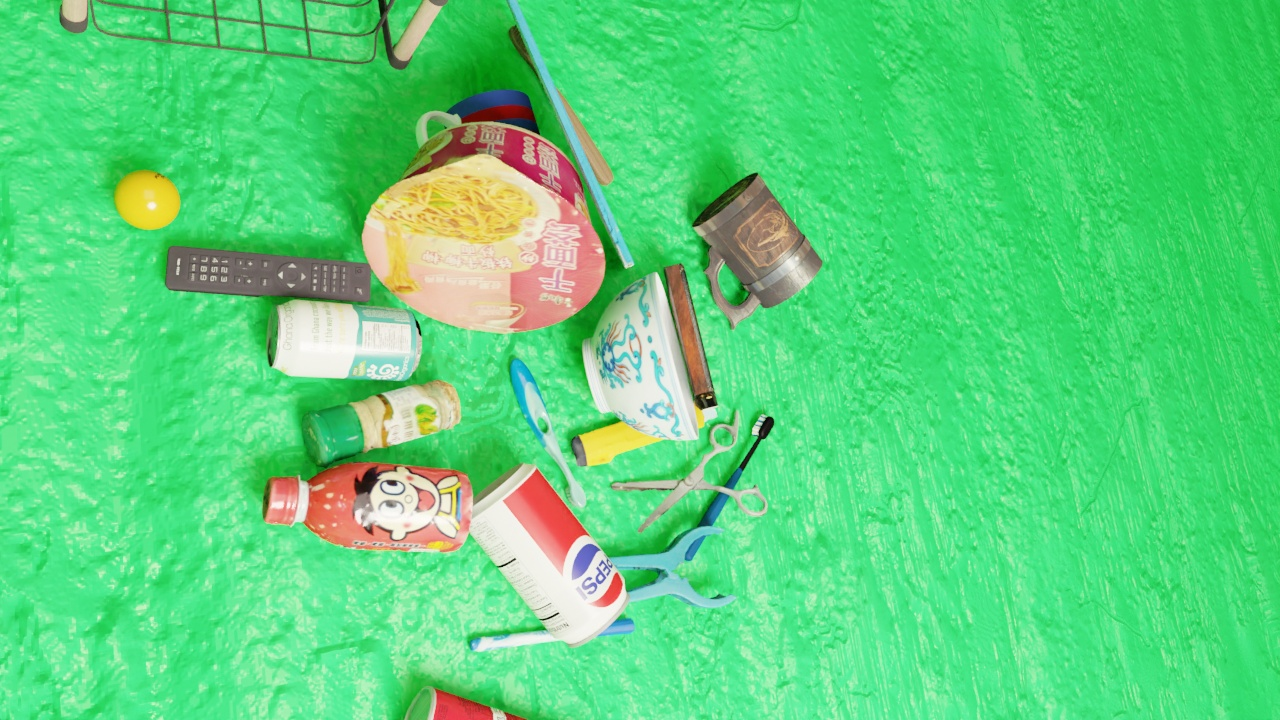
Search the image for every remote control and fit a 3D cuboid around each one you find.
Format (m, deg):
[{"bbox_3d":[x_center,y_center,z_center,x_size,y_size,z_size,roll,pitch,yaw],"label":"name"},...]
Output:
[{"bbox_3d":[-0.265,-0.060,0.661,0.136,0.015,0.032,3,75,-21],"label":"remote control"}]

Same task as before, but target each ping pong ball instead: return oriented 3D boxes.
[{"bbox_3d":[-0.338,-0.110,0.629,0.040,0.040,0.040,9,72,-30],"label":"ping pong ball"}]

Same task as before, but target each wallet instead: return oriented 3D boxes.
[{"bbox_3d":[0.045,-0.020,0.824,0.019,0.072,0.123,-14,75,4],"label":"wallet"}]

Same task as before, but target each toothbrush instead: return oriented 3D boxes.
[{"bbox_3d":[-0.072,-0.235,0.844,0.016,0.016,0.167,-36,98,-32],"label":"toothbrush"},{"bbox_3d":[-0.078,0.061,0.762,0.022,0.017,0.135,-24,88,-34],"label":"toothbrush"},{"bbox_3d":[0.082,0.115,0.845,0.167,0.014,0.014,-54,140,-28],"label":"toothbrush"}]

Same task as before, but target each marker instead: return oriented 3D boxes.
[{"bbox_3d":[-0.068,0.217,0.727,0.141,0.013,0.013,3,75,-31],"label":"marker"}]

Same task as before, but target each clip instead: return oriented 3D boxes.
[{"bbox_3d":[0.031,0.197,0.775,0.129,0.031,0.121,-27,90,-27],"label":"clip"}]

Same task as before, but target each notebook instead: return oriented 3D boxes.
[{"bbox_3d":[-0.061,-0.191,0.747,0.009,0.181,0.253,-24,96,1],"label":"notebook"}]

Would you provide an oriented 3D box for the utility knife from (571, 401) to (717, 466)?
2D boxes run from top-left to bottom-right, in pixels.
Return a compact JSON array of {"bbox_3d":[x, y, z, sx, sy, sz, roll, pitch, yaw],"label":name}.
[{"bbox_3d":[0.007,0.063,0.813,0.164,0.017,0.030,-14,90,-33],"label":"utility knife"}]

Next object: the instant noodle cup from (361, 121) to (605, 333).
[{"bbox_3d":[-0.114,-0.105,0.701,0.178,0.179,0.077,23,49,-25],"label":"instant noodle cup"}]

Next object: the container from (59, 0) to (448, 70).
[{"bbox_3d":[-0.273,-0.303,0.647,0.240,0.163,0.130,-4,79,-33],"label":"container"}]

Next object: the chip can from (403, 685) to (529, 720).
[{"bbox_3d":[-0.070,0.298,0.679,0.214,0.052,0.051,28,64,-23],"label":"chip can"}]

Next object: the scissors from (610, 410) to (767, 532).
[{"bbox_3d":[0.048,0.097,0.822,0.141,0.014,0.161,17,49,-6],"label":"scissors"}]

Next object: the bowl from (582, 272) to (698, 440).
[{"bbox_3d":[-0.005,0.005,0.772,0.074,0.144,0.144,-14,83,6],"label":"bowl"}]

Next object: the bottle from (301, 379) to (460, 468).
[{"bbox_3d":[-0.190,0.045,0.679,0.110,0.043,0.043,-16,86,-35],"label":"bottle"}]

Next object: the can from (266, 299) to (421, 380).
[{"bbox_3d":[-0.216,-0.014,0.670,0.101,0.055,0.055,4,75,-31],"label":"can"}]

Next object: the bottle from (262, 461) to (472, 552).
[{"bbox_3d":[-0.193,0.103,0.649,0.137,0.062,0.062,9,72,-31],"label":"bottle"}]

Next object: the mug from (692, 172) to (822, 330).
[{"bbox_3d":[0.102,-0.103,0.889,0.115,0.080,0.107,-42,103,-4],"label":"mug"}]

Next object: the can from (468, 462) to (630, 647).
[{"bbox_3d":[-0.072,0.148,0.703,0.070,0.070,0.132,-41,96,-33],"label":"can"}]

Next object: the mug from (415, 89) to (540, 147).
[{"bbox_3d":[-0.130,-0.170,0.749,0.111,0.075,0.076,-12,83,-46],"label":"mug"}]
